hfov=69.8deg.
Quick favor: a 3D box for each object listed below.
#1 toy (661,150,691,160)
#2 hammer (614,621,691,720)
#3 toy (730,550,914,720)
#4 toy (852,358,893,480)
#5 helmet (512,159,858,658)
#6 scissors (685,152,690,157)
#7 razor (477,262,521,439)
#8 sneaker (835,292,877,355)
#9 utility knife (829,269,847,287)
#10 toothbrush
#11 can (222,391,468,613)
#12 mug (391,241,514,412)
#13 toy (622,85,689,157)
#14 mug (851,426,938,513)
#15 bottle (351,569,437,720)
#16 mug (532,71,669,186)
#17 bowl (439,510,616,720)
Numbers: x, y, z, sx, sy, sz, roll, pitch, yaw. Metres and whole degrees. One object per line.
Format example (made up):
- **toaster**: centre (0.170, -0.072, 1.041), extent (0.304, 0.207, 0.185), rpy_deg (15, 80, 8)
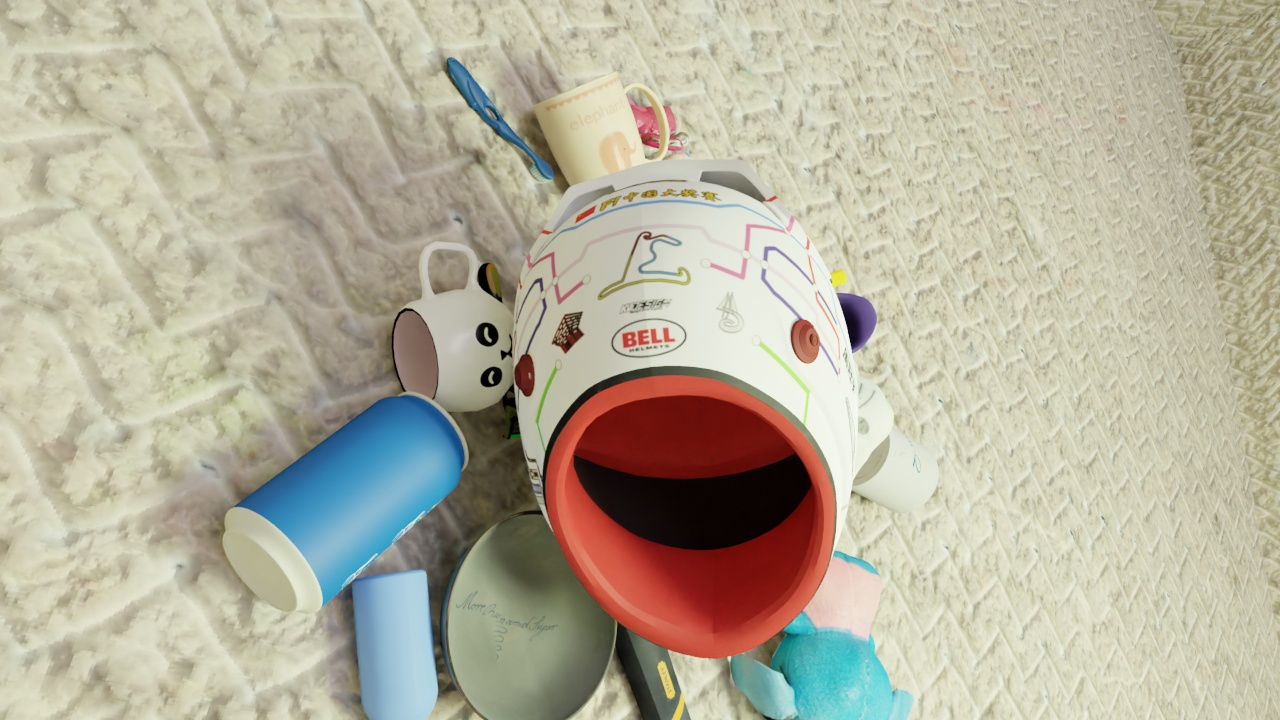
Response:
- **toy**: centre (0.048, -0.166, 0.913), extent (0.087, 0.050, 0.112), rpy_deg (41, 49, -21)
- **hammer**: centre (0.020, 0.272, 0.754), extent (0.139, 0.035, 0.312), rpy_deg (-18, 89, -45)
- **toy**: centre (0.187, 0.271, 0.872), extent (0.224, 0.099, 0.191), rpy_deg (22, 56, -25)
- **toy**: centre (0.132, 0.030, 0.817), extent (0.137, 0.085, 0.209), rpy_deg (-40, 108, -6)
- **helmet**: centre (0.033, 0.020, 0.645), extent (0.235, 0.231, 0.315), rpy_deg (-84, 164, -54)
- **scissors**: centre (0.063, -0.160, 0.959), extent (0.130, 0.014, 0.125), rpy_deg (4, 73, -44)
- **razor**: centre (-0.109, -0.009, 0.731), extent (0.044, 0.021, 0.144), rpy_deg (1, 76, -63)
- **sneaker**: centre (0.134, -0.017, 0.892), extent (0.243, 0.111, 0.091), rpy_deg (-14, 82, -35)
- **utility knife**: centre (0.176, -0.077, 1.009), extent (0.233, 0.029, 0.020), rpy_deg (-19, 87, -55)
- **toothbrush**: centre (-0.122, -0.206, 0.792), extent (0.132, 0.016, 0.021), rpy_deg (48, 47, -19)
- **can**: centre (-0.183, 0.087, 0.582), extent (0.145, 0.079, 0.079), rpy_deg (-44, 107, -44)
- **mug**: centre (-0.130, -0.024, 0.658), extent (0.076, 0.090, 0.124), rpy_deg (-12, 103, -39)
- **toy**: centre (0.008, -0.224, 0.903), extent (0.065, 0.050, 0.102), rpy_deg (12, 32, -29)
- **mug**: centre (0.264, 0.103, 1.030), extent (0.096, 0.083, 0.119), rpy_deg (28, 30, -35)
- **bottle**: centre (-0.156, 0.204, 0.590), extent (0.048, 0.048, 0.131), rpy_deg (2, 74, -44)
- **mug**: centre (-0.026, -0.200, 0.825), extent (0.111, 0.085, 0.104), rpy_deg (-27, 107, -17)
- **bowl**: centre (-0.089, 0.186, 0.656), extent (0.150, 0.057, 0.150), rpy_deg (18, 64, -41)
